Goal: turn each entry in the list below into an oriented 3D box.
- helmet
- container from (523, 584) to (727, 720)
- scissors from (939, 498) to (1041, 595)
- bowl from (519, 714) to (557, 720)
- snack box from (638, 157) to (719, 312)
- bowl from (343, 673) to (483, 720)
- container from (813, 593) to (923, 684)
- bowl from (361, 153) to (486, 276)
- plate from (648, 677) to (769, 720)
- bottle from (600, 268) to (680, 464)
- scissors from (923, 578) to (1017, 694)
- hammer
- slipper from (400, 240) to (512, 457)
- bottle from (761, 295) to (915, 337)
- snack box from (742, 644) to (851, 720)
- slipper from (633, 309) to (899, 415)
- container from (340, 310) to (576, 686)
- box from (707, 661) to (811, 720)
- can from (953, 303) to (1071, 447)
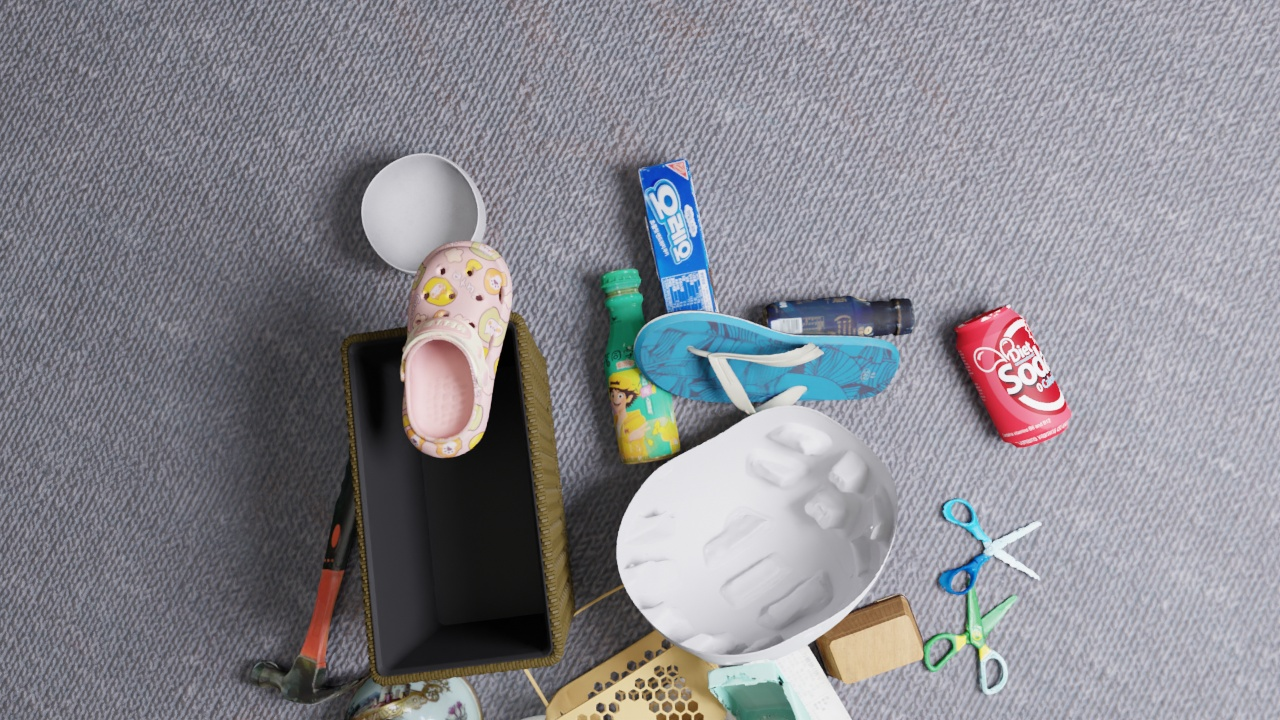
[{"bbox_3d":[0.113,0.184,0.910,0.224,0.281,0.184,35,136,33],"label":"helmet"},{"bbox_3d":[-0.017,0.333,0.970,0.183,0.129,0.167,-32,84,3],"label":"container"},{"bbox_3d":[0.377,0.212,1.006,0.127,0.014,0.129,31,86,3],"label":"scissors"},{"bbox_3d":[-0.105,0.488,1.004,0.177,0.071,0.177,0,89,4],"label":"bowl"},{"bbox_3d":[0.048,-0.103,1.012,0.059,0.059,0.226,-12,88,7],"label":"snack box"},{"bbox_3d":[-0.259,0.415,1.003,0.160,0.094,0.160,0,88,4],"label":"bowl"},{"bbox_3d":[0.248,0.303,0.988,0.114,0.061,0.063,-20,88,3],"label":"container"},{"bbox_3d":[-0.237,-0.159,1.027,0.132,0.064,0.132,0,89,4],"label":"bowl"},{"bbox_3d":[0.072,0.430,1.021,0.157,0.014,0.157,0,89,4],"label":"plate"},{"bbox_3d":[-0.006,0.006,1.007,0.068,0.068,0.209,-10,88,3],"label":"bottle"},{"bbox_3d":[0.373,0.307,1.005,0.128,0.012,0.121,-42,83,1],"label":"scissors"},{"bbox_3d":[-0.343,0.220,1.037,0.133,0.033,0.333,11,86,19],"label":"hammer"},{"bbox_3d":[-0.173,-0.013,0.807,0.093,0.081,0.197,7,86,6],"label":"slipper"},{"bbox_3d":[0.215,-0.041,1.000,0.161,0.056,0.056,-5,88,4],"label":"bottle"},{"bbox_3d":[0.189,0.393,1.001,0.076,0.044,0.273,-31,86,2],"label":"snack box"},{"bbox_3d":[0.136,0.014,0.960,0.294,0.060,0.118,4,133,-12],"label":"slipper"},{"bbox_3d":[-0.168,0.135,0.933,0.176,0.205,0.320,-8,82,3],"label":"container"},{"bbox_3d":[0.128,0.354,0.884,0.078,0.187,0.109,-26,58,1],"label":"box"},{"bbox_3d":[0.395,0.017,0.978,0.074,0.074,0.142,-26,87,3],"label":"can"}]
